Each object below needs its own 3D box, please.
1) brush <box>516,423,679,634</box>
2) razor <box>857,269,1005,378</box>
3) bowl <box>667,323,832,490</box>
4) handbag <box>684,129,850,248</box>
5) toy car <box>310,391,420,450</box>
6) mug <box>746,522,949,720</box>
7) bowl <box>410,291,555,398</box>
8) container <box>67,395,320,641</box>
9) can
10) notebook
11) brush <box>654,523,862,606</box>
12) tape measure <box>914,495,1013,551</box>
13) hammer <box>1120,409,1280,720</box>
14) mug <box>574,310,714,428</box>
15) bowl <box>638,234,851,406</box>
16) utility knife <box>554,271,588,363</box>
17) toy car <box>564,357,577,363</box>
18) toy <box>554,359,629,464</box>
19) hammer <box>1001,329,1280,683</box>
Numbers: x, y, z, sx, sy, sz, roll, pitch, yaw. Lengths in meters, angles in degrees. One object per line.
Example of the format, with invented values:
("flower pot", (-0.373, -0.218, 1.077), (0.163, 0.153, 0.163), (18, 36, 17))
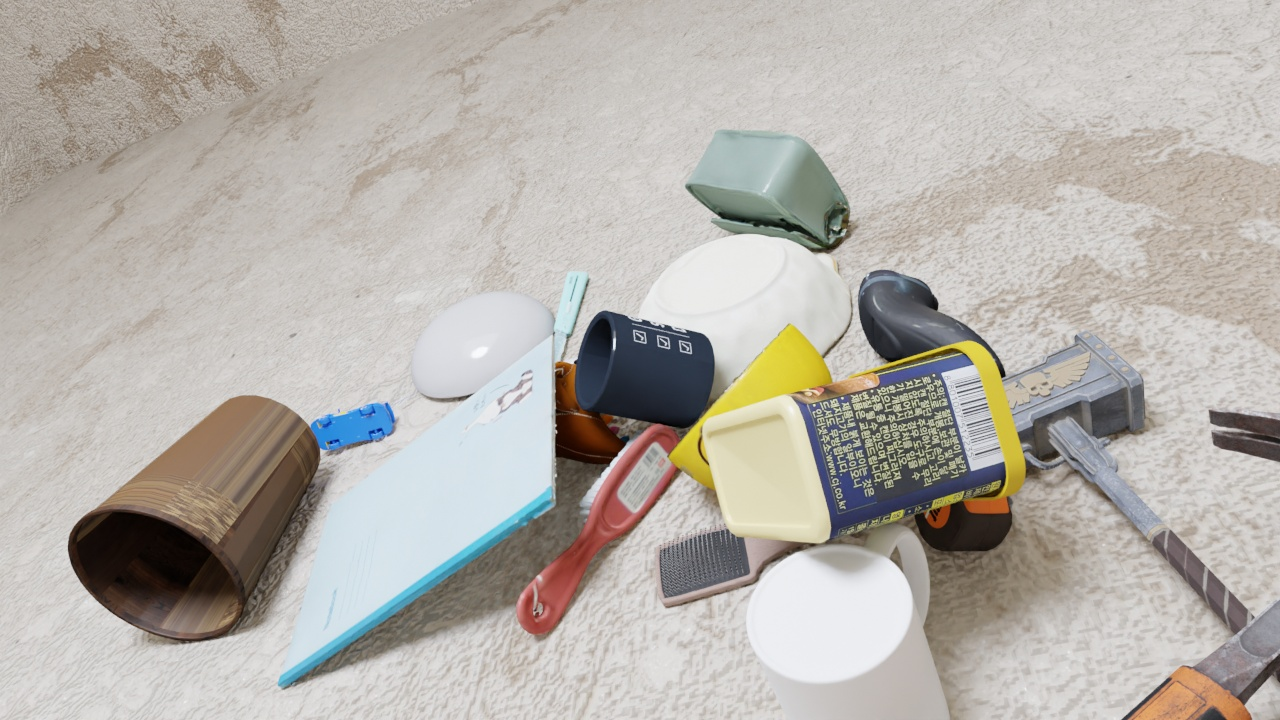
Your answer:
("brush", (-0.030, 0.109, 0.615), (0.030, 0.041, 0.171), (-10, 34, 53))
("razor", (0.200, -0.018, 0.626), (0.063, 0.053, 0.140), (-24, 34, -12))
("bowl", (0.080, 0.041, 0.586), (0.117, 0.067, 0.117), (-47, -6, -7))
("handbag", (0.112, -0.147, 0.820), (0.122, 0.106, 0.067), (21, 78, 50))
("toy car", (-0.253, 0.050, 0.859), (0.092, 0.033, 0.061), (-14, 18, 9))
("mug", (0.108, 0.131, 0.435), (0.074, 0.090, 0.110), (9, 46, 41))
("bowl", (-0.159, -0.027, 0.881), (0.150, 0.043, 0.149), (-16, 33, 10))
("container", (-0.341, 0.115, 0.738), (0.132, 0.132, 0.166), (-14, 28, 18))
("can", (0.104, 0.045, 0.466), (0.104, 0.075, 0.135), (-13, -6, -16))
("notebook", (-0.155, 0.103, 0.656), (0.254, 0.009, 0.180), (-36, 31, 18))
("brush", (0.072, 0.110, 0.560), (0.136, 0.015, 0.049), (-19, 34, 10))
("tape measure", (0.177, 0.074, 0.499), (0.038, 0.058, 0.058), (2, 34, -14))
("hammer", (0.201, 0.139, 0.368), (0.314, 0.035, 0.138), (-39, 38, -4))
("mug", (-0.004, 0.004, 0.667), (0.077, 0.071, 0.105), (12, 7, -22))
("bowl", (0.072, -0.049, 0.747), (0.189, 0.060, 0.218), (16, 51, 47))
("utility knife", (-0.071, -0.037, 0.870), (0.022, 0.015, 0.165), (11, 39, -2))
("toy car", (-0.061, 0.025, 0.761), (0.039, 0.027, 0.089), (-17, 33, 16))
("toy", (-0.030, 0.038, 0.694), (0.103, 0.071, 0.090), (18, 45, 6))
("hammer", (0.260, 0.100, 0.428), (0.098, 0.044, 0.321), (-23, 35, 3))
